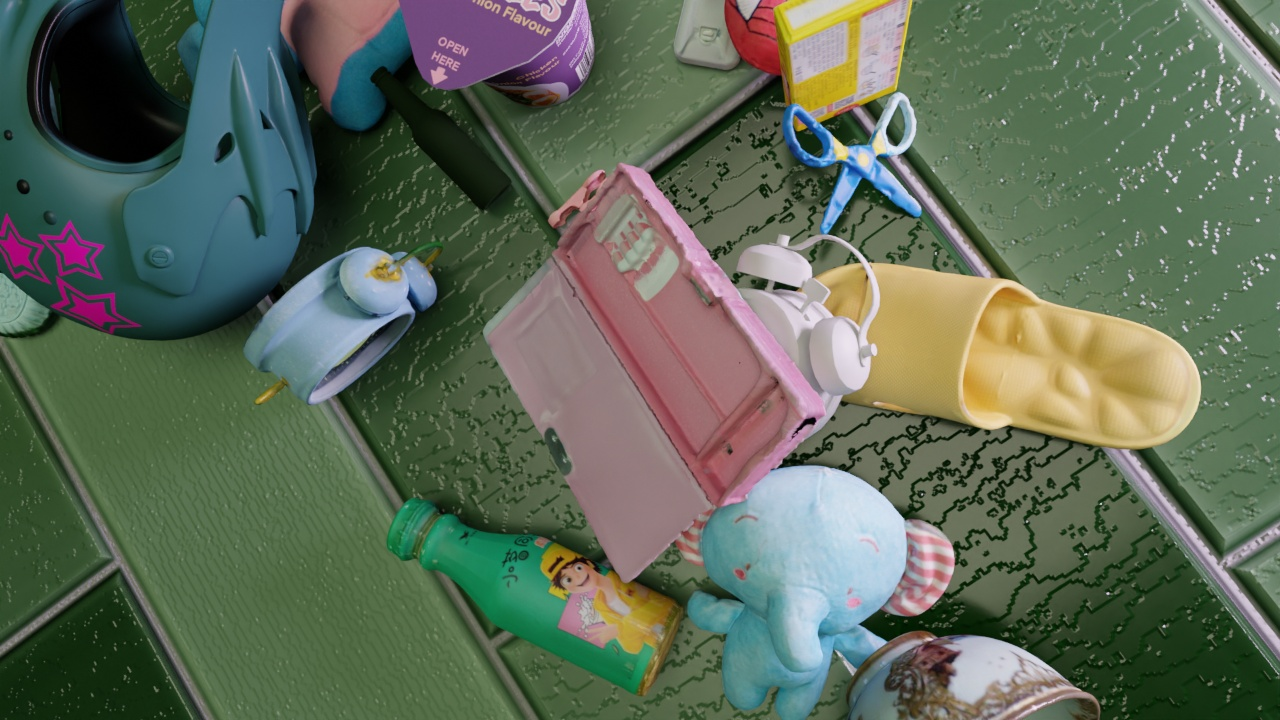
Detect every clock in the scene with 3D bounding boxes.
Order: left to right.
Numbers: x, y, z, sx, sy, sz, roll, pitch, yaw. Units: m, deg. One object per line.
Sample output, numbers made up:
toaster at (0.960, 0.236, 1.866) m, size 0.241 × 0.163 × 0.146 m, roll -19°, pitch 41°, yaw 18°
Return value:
clock at (-0.206, -0.035, 0.652) m, size 0.162 × 0.118 × 0.060 m, roll -43°, pitch 91°, yaw 11°
clock at (0.091, -0.010, 0.596) m, size 0.160 × 0.061 × 0.120 m, roll -48°, pitch 57°, yaw 27°

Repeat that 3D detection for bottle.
bottle at (-0.149, -0.165, 0.674) m, size 0.033 × 0.033 × 0.123 m, roll -44°, pitch 98°, yaw 5°
bottle at (-0.077, 0.156, 0.637) m, size 0.210 × 0.068 × 0.068 m, roll 23°, pitch 90°, yaw 11°

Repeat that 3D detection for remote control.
remote control at (0.061, -0.280, 0.665) m, size 0.050 × 0.022 × 0.133 m, roll 13°, pitch 88°, yaw 11°

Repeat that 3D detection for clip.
clip at (-0.046, -0.115, 0.677) m, size 0.045 × 0.023 × 0.059 m, roll 16°, pitch 94°, yaw 10°

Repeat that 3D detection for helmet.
helmet at (-0.326, -0.143, 0.632) m, size 0.200 × 0.176 × 0.275 m, roll 12°, pitch 116°, yaw -6°

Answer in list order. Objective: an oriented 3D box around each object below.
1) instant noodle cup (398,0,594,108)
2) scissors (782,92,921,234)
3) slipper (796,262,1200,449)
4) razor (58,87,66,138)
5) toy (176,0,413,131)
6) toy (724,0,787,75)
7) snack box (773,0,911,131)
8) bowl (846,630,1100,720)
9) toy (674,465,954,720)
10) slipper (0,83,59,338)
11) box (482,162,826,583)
instant noodle cup at (-0.089, -0.230, 0.639) m, size 0.122 × 0.122 × 0.137 m, roll 28°, pitch 91°, yaw 11°
scissors at (0.147, -0.137, 0.619) m, size 0.125 × 0.013 × 0.126 m, roll 36°, pitch 76°, yaw -20°
slipper at (0.217, -0.007, 0.588) m, size 0.263 × 0.078 × 0.099 m, roll 14°, pitch 85°, yaw 14°
razor at (-0.413, -0.195, 0.750) m, size 0.144 × 0.021 × 0.044 m, roll 8°, pitch 105°, yaw 12°
toy at (-0.257, -0.263, 0.695) m, size 0.191 × 0.098 × 0.224 m, roll 37°, pitch 101°, yaw 0°
toy at (0.092, -0.260, 0.631) m, size 0.092 × 0.062 × 0.133 m, roll -27°, pitch 94°, yaw -20°
snack box at (0.127, -0.194, 0.581) m, size 0.075 × 0.152 × 0.025 m, roll -21°, pitch 81°, yaw 9°
bowl at (0.181, 0.224, 0.558) m, size 0.160 × 0.160 × 0.094 m, roll -45°, pitch 43°, yaw 5°
toy at (0.097, 0.154, 0.589) m, size 0.183 × 0.114 × 0.181 m, roll 14°, pitch 99°, yaw 6°
slipper at (-0.513, -0.156, 0.746) m, size 0.116 × 0.069 × 0.276 m, roll 4°, pitch 102°, yaw 10°
box at (-0.003, 0.004, 0.611) m, size 0.179 × 0.040 × 0.232 m, roll -46°, pitch 58°, yaw 24°
